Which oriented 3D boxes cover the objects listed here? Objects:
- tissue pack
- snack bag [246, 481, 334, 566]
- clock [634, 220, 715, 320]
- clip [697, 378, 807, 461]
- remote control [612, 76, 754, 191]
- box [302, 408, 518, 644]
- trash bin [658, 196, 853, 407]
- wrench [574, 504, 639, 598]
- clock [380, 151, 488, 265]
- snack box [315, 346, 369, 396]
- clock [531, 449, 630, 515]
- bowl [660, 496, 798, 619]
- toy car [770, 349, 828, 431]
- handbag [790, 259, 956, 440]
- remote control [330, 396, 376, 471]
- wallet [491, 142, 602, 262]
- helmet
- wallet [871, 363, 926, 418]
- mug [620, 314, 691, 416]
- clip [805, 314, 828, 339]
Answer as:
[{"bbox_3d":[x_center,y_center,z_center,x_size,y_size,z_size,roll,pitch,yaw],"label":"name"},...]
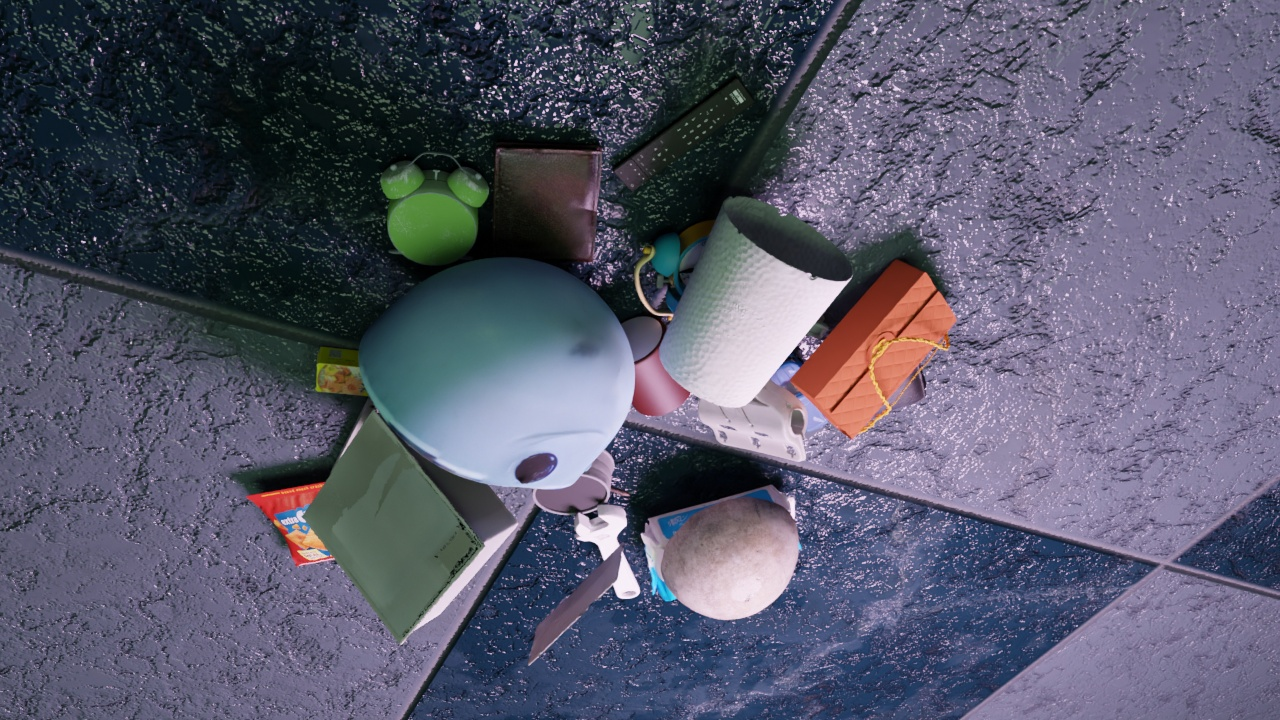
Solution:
[{"bbox_3d":[0.108,0.235,1.190,0.209,0.066,0.117,-14,128,-6],"label":"tissue pack"},{"bbox_3d":[-0.374,0.191,1.092,0.131,0.039,0.144,-10,134,0],"label":"snack bag"},{"bbox_3d":[0.057,-0.092,0.918,0.129,0.043,0.099,-22,132,0],"label":"clock"},{"bbox_3d":[0.117,0.043,1.005,0.125,0.075,0.144,6,127,42],"label":"clip"},{"bbox_3d":[0.038,-0.204,0.834,0.140,0.009,0.030,-33,129,19],"label":"remote control"},{"bbox_3d":[-0.206,0.085,0.964,0.172,0.379,0.168,34,120,-14],"label":"box"},{"bbox_3d":[0.099,-0.050,0.862,0.133,0.133,0.162,16,122,-23],"label":"trash bin"},{"bbox_3d":[-0.034,0.255,1.191,0.066,0.018,0.274,-11,144,2],"label":"wrench"},{"bbox_3d":[-0.187,-0.136,0.834,0.094,0.042,0.120,2,130,-13],"label":"clock"},{"bbox_3d":[-0.263,0.017,0.964,0.148,0.028,0.040,7,130,-16],"label":"snack box"},{"bbox_3d":[-0.091,0.133,1.079,0.104,0.056,0.148,-30,135,28],"label":"clock"},{"bbox_3d":[0.121,0.257,1.120,0.178,0.081,0.179,-9,124,-13],"label":"bowl"},{"bbox_3d":[0.180,0.036,1.050,0.056,0.043,0.120,-29,129,16],"label":"toy car"},{"bbox_3d":[0.258,-0.004,0.978,0.172,0.060,0.109,-49,129,1],"label":"handbag"},{"bbox_3d":[-0.305,0.094,1.037,0.050,0.011,0.136,19,125,-24],"label":"remote control"},{"bbox_3d":[-0.088,-0.145,0.854,0.099,0.031,0.120,-2,129,-12],"label":"wallet"},{"bbox_3d":[-0.117,-0.003,0.839,0.265,0.225,0.167,2,136,-48],"label":"helmet"},{"bbox_3d":[0.277,0.032,1.075,0.115,0.026,0.089,-22,133,10],"label":"wallet"},{"bbox_3d":[-0.006,0.006,0.981,0.106,0.073,0.082,-1,139,31],"label":"mug"},{"bbox_3d":[0.165,-0.047,0.985,0.076,0.045,0.023,16,125,-22],"label":"clip"}]
